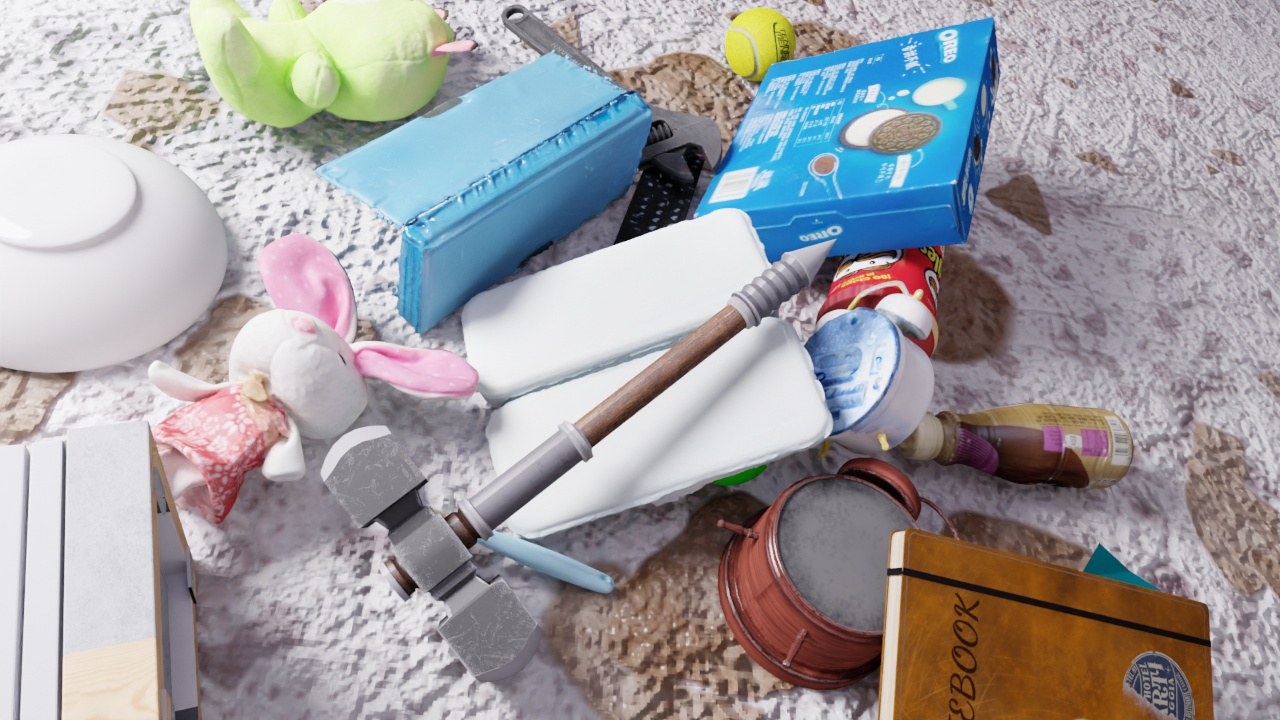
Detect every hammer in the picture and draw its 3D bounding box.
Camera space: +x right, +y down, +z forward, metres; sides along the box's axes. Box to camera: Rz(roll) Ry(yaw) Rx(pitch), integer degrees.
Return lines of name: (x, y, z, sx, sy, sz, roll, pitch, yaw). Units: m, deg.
hammer: (-0.007, 0.022, 0.520, 0.321, 0.043, 0.156, -37, 89, -14)

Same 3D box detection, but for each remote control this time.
remote control: (0.017, -0.129, 0.740, 0.047, 0.022, 0.149, 20, 50, -2)

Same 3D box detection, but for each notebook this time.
notebook: (0.244, 0.192, 0.522, 0.249, 0.014, 0.178, 16, 70, -18)

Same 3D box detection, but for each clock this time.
clock: (0.145, 0.002, 0.596, 0.052, 0.089, 0.125, 29, 65, -29)
clock: (0.127, 0.125, 0.556, 0.157, 0.072, 0.120, -11, 60, -24)

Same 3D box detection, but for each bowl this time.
bowl: (-0.350, -0.082, 0.558, 0.176, 0.066, 0.176, 9, 53, -12)

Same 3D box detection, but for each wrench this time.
wrench: (-0.032, -0.234, 0.779, 0.073, 0.018, 0.273, -40, 64, -12)

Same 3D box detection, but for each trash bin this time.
trash bin: (-0.316, 0.136, 0.361, 0.246, 0.143, 0.142, -6, 57, -22)

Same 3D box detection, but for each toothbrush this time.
toothbrush: (-0.086, 0.105, 0.529, 0.155, 0.016, 0.022, 23, 32, -11)

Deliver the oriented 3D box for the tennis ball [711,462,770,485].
tennis ball: (0.056, 0.048, 0.594, 0.065, 0.066, 0.065, 9, 53, -12)

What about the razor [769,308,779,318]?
razor: (0.125, 0.012, 0.661, 0.116, 0.047, 0.088, 18, 51, -14)

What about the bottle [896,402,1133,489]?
bottle: (0.264, 0.059, 0.656, 0.166, 0.060, 0.059, 5, 54, -13)

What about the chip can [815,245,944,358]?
chip can: (0.201, -0.090, 0.729, 0.087, 0.087, 0.212, 24, 51, 0)

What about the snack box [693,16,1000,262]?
snack box: (0.171, -0.176, 0.730, 0.196, 0.056, 0.238, -2, 43, 31)

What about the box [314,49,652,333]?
box: (-0.107, -0.133, 0.659, 0.111, 0.094, 0.230, 39, 54, 14)

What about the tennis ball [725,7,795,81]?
tennis ball: (0.112, -0.296, 0.862, 0.065, 0.066, 0.065, 9, 53, -12)

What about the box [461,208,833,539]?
box: (-0.005, 0.000, 0.578, 0.209, 0.045, 0.191, -17, 58, 4)

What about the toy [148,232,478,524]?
toy: (-0.208, 0.018, 0.521, 0.159, 0.084, 0.193, 40, 52, 9)

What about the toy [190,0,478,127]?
toy: (-0.228, -0.227, 0.689, 0.196, 0.107, 0.150, -3, 32, -30)
